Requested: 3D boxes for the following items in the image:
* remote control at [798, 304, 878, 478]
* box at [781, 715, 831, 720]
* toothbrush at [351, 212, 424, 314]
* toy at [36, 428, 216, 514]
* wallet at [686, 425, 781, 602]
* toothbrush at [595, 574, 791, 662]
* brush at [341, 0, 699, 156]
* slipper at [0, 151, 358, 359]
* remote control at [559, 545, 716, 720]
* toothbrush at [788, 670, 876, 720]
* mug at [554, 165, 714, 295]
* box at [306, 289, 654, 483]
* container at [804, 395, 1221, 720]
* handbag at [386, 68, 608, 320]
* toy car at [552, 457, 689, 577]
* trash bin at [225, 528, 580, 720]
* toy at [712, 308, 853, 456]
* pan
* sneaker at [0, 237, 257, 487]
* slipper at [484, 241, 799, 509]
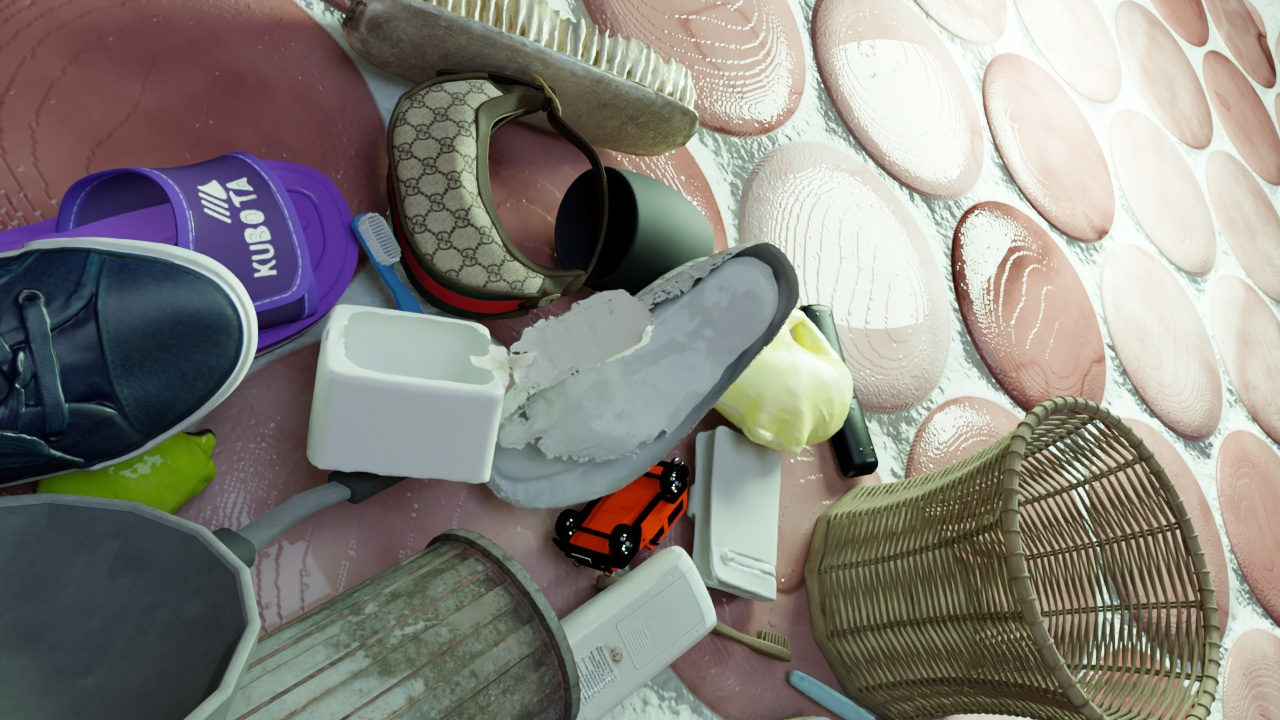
[{"bbox_3d":[0.167,0.023,0.773,0.041,0.020,0.151,-2,72,-38],"label":"remote control"},{"bbox_3d":[0.049,0.269,0.579,0.209,0.033,0.064,7,66,-35],"label":"box"},{"bbox_3d":[-0.129,-0.015,0.562,0.166,0.014,0.016,62,34,-9],"label":"toothbrush"},{"bbox_3d":[-0.251,0.068,0.440,0.094,0.036,0.093,-7,82,-34],"label":"toy"},{"bbox_3d":[0.068,0.111,0.660,0.086,0.032,0.116,31,53,-35],"label":"wallet"},{"bbox_3d":[0.040,0.174,0.620,0.166,0.016,0.016,27,58,-25],"label":"toothbrush"},{"bbox_3d":[-0.076,-0.210,0.652,0.270,0.083,0.056,11,66,-32],"label":"brush"},{"bbox_3d":[-0.251,-0.046,0.455,0.265,0.084,0.107,-25,87,-40],"label":"slipper"},{"bbox_3d":[-0.013,0.172,0.561,0.138,0.025,0.060,-29,98,-31],"label":"remote control"},{"bbox_3d":[0.166,0.266,0.674,0.155,0.016,0.022,36,64,-18],"label":"toothbrush"},{"bbox_3d":[-0.001,-0.072,0.662,0.100,0.085,0.119,4,98,-47],"label":"mug"},{"bbox_3d":[-0.088,0.011,0.504,0.190,0.110,0.083,-8,117,-12],"label":"box"},{"bbox_3d":[0.257,0.163,0.664,0.226,0.197,0.226,15,63,-31],"label":"container"},{"bbox_3d":[-0.091,-0.112,0.594,0.138,0.063,0.166,-8,75,-20],"label":"handbag"},{"bbox_3d":[-0.008,0.100,0.590,0.100,0.051,0.049,-45,132,-41],"label":"toy car"},{"bbox_3d":[-0.144,0.178,0.411,0.210,0.131,0.131,-26,88,-42],"label":"trash bin"},{"bbox_3d":[0.091,0.006,0.697,0.170,0.065,0.154,20,46,-23],"label":"toy"},{"bbox_3d":[-0.188,0.089,0.398,0.179,0.041,0.356,21,24,22],"label":"pan"},{"bbox_3d":[-0.291,0.011,0.334,0.293,0.127,0.121,-14,104,-28],"label":"sneaker"},{"bbox_3d":[-0.004,0.003,0.597,0.246,0.075,0.112,-39,93,-22],"label":"slipper"}]
